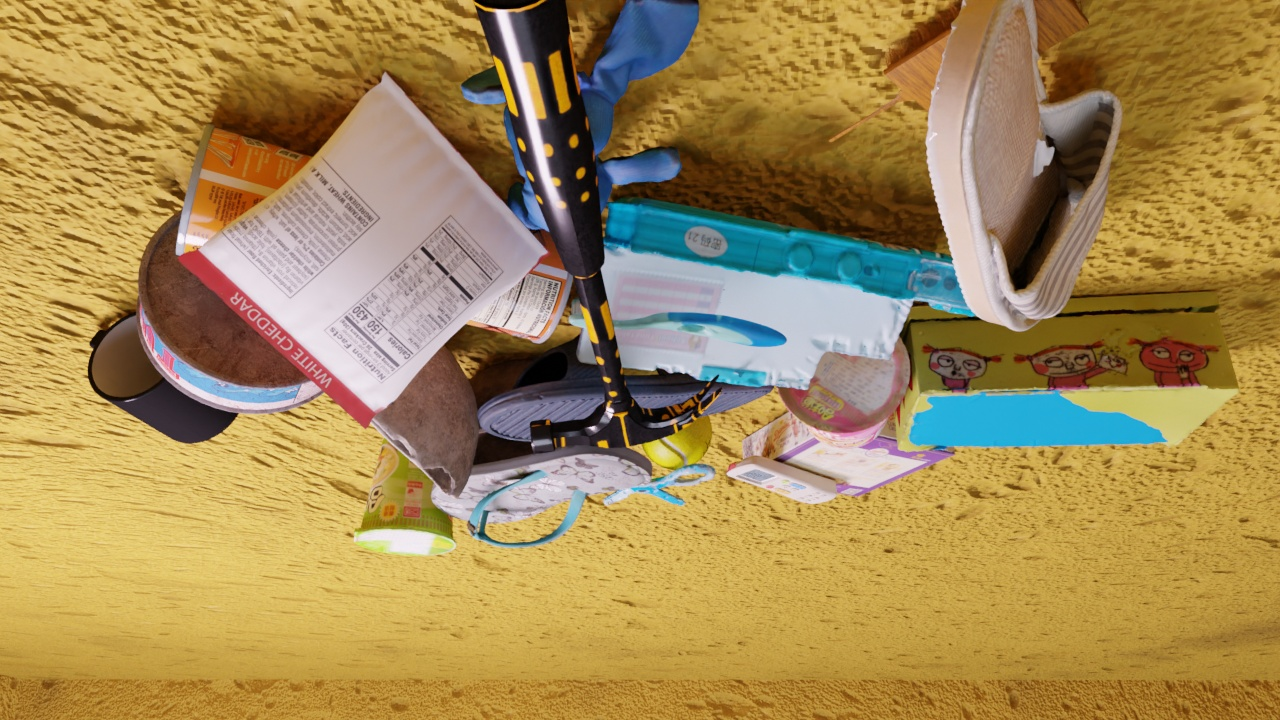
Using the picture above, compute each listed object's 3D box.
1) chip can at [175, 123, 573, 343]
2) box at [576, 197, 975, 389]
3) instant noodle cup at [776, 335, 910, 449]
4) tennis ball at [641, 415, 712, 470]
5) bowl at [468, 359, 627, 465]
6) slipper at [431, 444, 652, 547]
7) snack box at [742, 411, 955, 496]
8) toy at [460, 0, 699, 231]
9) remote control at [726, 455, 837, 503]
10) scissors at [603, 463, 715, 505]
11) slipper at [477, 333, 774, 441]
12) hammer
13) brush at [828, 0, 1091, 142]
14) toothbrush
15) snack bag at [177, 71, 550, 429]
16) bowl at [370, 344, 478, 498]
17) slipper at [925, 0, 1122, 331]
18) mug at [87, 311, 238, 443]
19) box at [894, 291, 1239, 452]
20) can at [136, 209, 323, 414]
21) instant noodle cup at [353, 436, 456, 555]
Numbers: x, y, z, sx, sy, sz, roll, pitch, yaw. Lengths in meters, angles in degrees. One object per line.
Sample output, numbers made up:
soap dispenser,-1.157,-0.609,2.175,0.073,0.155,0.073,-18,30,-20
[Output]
chip can,-0.152,-0.071,0.550,0.214,0.075,0.075,14,151,-24
box,0.084,-0.048,0.589,0.227,0.085,0.170,8,154,-14
instant noodle cup,0.158,0.024,0.720,0.098,0.097,0.108,-5,160,12
tennis ball,0.032,0.065,0.825,0.065,0.065,0.065,1,153,0
bowl,-0.092,0.056,0.806,0.162,0.070,0.162,1,153,0
slipper,-0.102,0.121,0.788,0.098,0.054,0.270,29,145,-32
snack box,0.197,0.084,0.885,0.143,0.040,0.148,13,151,-23
toy,-0.043,-0.112,0.478,0.112,0.071,0.177,-2,155,-19
remote control,0.138,0.115,0.882,0.125,0.018,0.038,22,147,-33
scissors,-0.001,0.108,0.815,0.139,0.011,0.134,19,150,-32
slipper,-0.004,0.004,0.704,0.263,0.082,0.101,-3,162,-38
hammer,-0.025,-0.049,0.470,0.123,0.036,0.321,-10,141,1
brush,0.148,-0.147,0.452,0.048,0.017,0.127,22,146,-36
toothbrush,0.024,-0.022,0.546,0.135,0.017,0.022,6,154,-14
snack bag,-0.143,-0.055,0.492,0.131,0.144,0.039,48,178,-21
bowl,-0.180,0.016,0.687,0.178,0.081,0.179,38,163,14
slipper,0.194,-0.085,0.455,0.054,0.114,0.272,25,179,34
mug,-0.385,0.008,0.730,0.114,0.078,0.088,22,160,20
box,0.308,0.012,0.701,0.221,0.082,0.124,-1,154,9
can,-0.235,-0.035,0.562,0.130,0.129,0.044,14,151,-24
instant noodle cup,-0.229,0.132,0.920,0.099,0.107,0.099,1,154,0
